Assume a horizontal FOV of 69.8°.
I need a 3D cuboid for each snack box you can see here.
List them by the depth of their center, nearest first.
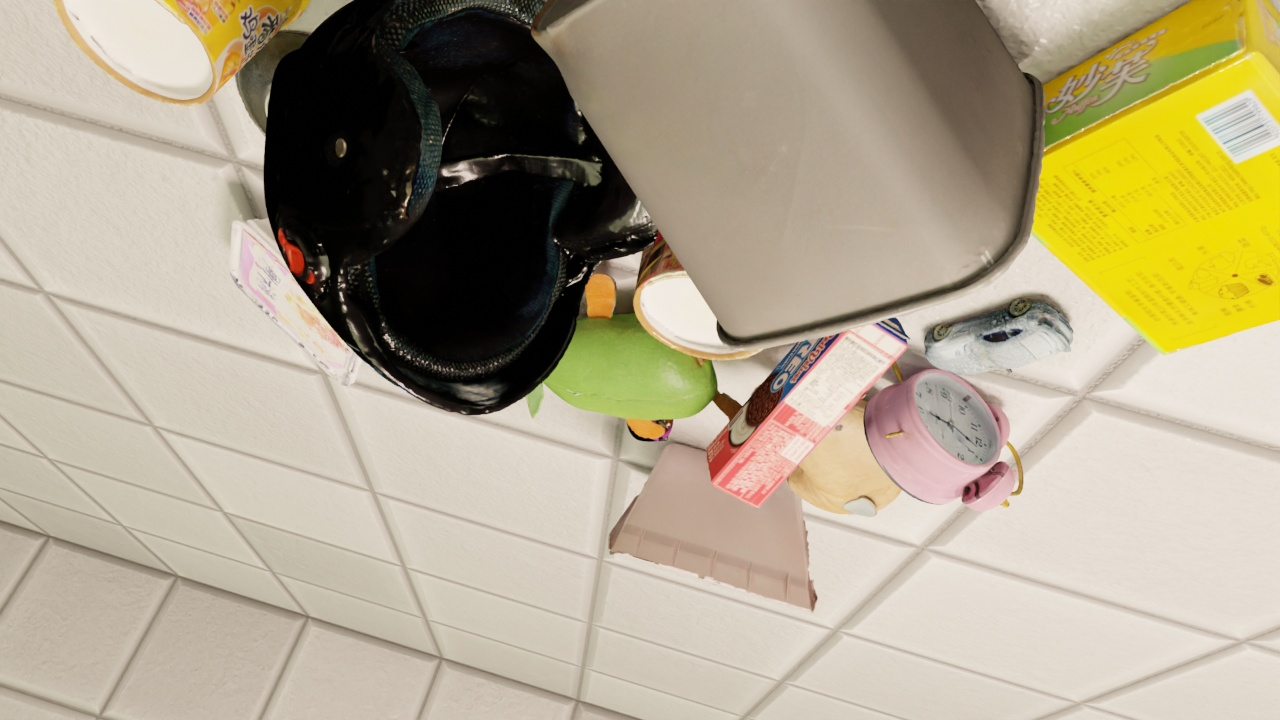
[{"bbox_3d":[0.336,-0.103,0.554,0.210,0.069,0.158,33,146,-23],"label":"snack box"},{"bbox_3d":[0.141,0.035,0.797,0.058,0.057,0.208,30,116,-17],"label":"snack box"}]

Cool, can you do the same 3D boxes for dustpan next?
[{"bbox_3d":[0.086,0.210,1.057,0.222,0.272,0.139,18,124,6],"label":"dustpan"}]

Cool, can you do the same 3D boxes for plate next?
[{"bbox_3d":[-0.254,-0.192,0.763,0.179,0.024,0.180,13,148,8],"label":"plate"}]

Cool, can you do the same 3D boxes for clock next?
[{"bbox_3d":[0.279,0.072,0.822,0.158,0.117,0.060,29,136,-14],"label":"clock"}]

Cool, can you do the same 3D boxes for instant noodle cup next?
[{"bbox_3d":[-0.312,-0.249,0.619,0.138,0.109,0.138,12,148,8],"label":"instant noodle cup"},{"bbox_3d":[0.061,-0.073,0.705,0.138,0.108,0.138,13,149,8],"label":"instant noodle cup"},{"bbox_3d":[-0.329,-0.068,0.924,0.173,0.060,0.138,45,146,-1],"label":"instant noodle cup"}]

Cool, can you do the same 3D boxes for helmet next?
[{"bbox_3d":[-0.128,-0.111,0.608,0.230,0.275,0.232,19,-163,41],"label":"helmet"}]

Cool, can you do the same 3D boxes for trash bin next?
[{"bbox_3d":[0.080,-0.156,0.502,0.200,0.198,0.220,-15,129,40],"label":"trash bin"}]

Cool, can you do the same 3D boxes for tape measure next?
[{"bbox_3d":[0.013,0.060,0.992,0.039,0.057,0.057,-3,166,29],"label":"tape measure"}]

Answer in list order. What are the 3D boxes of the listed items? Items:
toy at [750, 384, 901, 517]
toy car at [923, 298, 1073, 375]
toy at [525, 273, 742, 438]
[{"bbox_3d":[0.189,0.076,0.906,0.144,0.082,0.226,-10,137,24],"label":"toy"},{"bbox_3d":[0.291,-0.014,0.753,0.054,0.036,0.121,35,148,-27],"label":"toy car"},{"bbox_3d":[-0.005,0.005,0.882,0.247,0.089,0.227,5,133,26],"label":"toy"}]
